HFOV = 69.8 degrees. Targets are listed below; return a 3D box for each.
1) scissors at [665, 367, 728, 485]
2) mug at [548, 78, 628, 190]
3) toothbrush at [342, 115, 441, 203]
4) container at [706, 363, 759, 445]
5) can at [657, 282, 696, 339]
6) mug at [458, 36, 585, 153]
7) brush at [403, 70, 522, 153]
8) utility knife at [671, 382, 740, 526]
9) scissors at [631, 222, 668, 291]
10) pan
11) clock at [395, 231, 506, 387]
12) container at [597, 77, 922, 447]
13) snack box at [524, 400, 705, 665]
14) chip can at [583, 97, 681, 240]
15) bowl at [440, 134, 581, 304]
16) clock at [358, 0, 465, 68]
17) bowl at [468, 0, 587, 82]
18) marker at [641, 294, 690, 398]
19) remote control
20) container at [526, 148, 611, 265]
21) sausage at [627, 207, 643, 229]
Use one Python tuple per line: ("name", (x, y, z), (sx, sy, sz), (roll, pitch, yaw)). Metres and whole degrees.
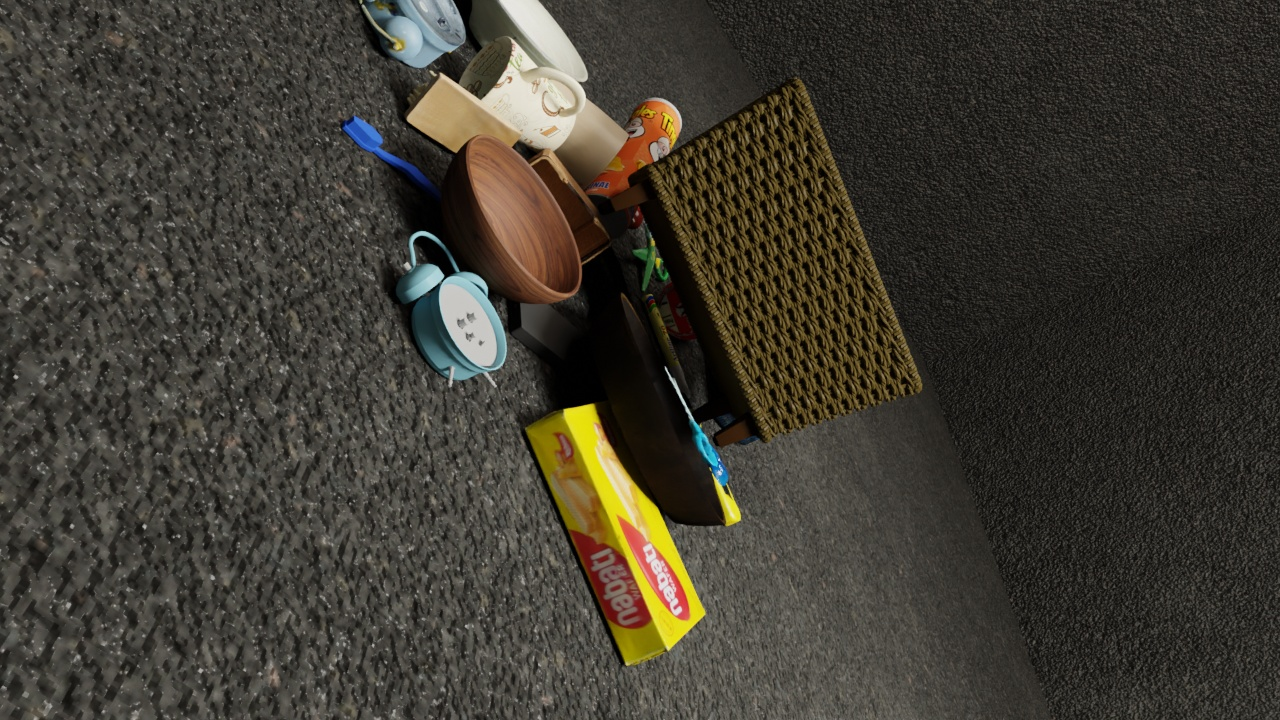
("scissors", (0.053, 0.064, 0.887), (0.086, 0.015, 0.135), (55, 7, -47))
("mug", (-0.076, -0.256, 1.005), (0.104, 0.085, 0.111), (40, 32, -17))
("toothbrush", (-0.169, -0.139, 0.755), (0.186, 0.011, 0.016), (39, 32, -47))
("container", (0.160, -0.003, 1.170), (0.071, 0.146, 0.187), (45, 27, -31))
("can", (0.073, -0.067, 1.143), (0.074, 0.075, 0.142), (64, 21, 4))
("mug", (-0.102, -0.254, 0.884), (0.097, 0.122, 0.081), (32, 64, -40))
("brush", (-0.160, -0.215, 0.819), (0.039, 0.049, 0.117), (52, 15, 26))
("utility knife", (0.069, 0.100, 1.015), (0.028, 0.020, 0.171), (8, 56, -66))
("scissors", (0.012, -0.138, 1.136), (0.128, 0.012, 0.119), (-1, 86, -70))
("pan", (-0.005, 0.005, 0.877), (0.249, 0.043, 0.355), (60, 7, -49))
("clock", (-0.137, -0.040, 0.671), (0.087, 0.042, 0.123), (4, 62, -66))
("container", (0.107, -0.083, 0.933), (0.176, 0.205, 0.321), (-133, -162, -80))
("snack box", (-0.019, 0.132, 0.737), (0.200, 0.042, 0.092), (66, 20, 8))
("chip can", (-0.011, -0.227, 1.070), (0.062, 0.062, 0.209), (51, 42, -27))
("bowl", (-0.118, -0.102, 0.750), (0.147, 0.069, 0.147), (49, 24, -31))
("clock", (-0.208, -0.307, 0.812), (0.089, 0.052, 0.124), (63, 22, -5))
("bowl", (-0.138, -0.360, 1.009), (0.176, 0.058, 0.176), (45, 20, -22))
("marker", (0.030, -0.016, 1.068), (0.014, 0.014, 0.132), (13, 53, -63))
("remote control", (-0.072, -0.015, 0.832), (0.133, 0.013, 0.058), (41, 30, -43))
("container", (-0.084, -0.153, 0.908), (0.114, 0.063, 0.061), (50, 17, -29))
("sausage", (-0.043, -0.229, 1.117), (0.155, 0.040, 0.040), (60, 21, -8))
